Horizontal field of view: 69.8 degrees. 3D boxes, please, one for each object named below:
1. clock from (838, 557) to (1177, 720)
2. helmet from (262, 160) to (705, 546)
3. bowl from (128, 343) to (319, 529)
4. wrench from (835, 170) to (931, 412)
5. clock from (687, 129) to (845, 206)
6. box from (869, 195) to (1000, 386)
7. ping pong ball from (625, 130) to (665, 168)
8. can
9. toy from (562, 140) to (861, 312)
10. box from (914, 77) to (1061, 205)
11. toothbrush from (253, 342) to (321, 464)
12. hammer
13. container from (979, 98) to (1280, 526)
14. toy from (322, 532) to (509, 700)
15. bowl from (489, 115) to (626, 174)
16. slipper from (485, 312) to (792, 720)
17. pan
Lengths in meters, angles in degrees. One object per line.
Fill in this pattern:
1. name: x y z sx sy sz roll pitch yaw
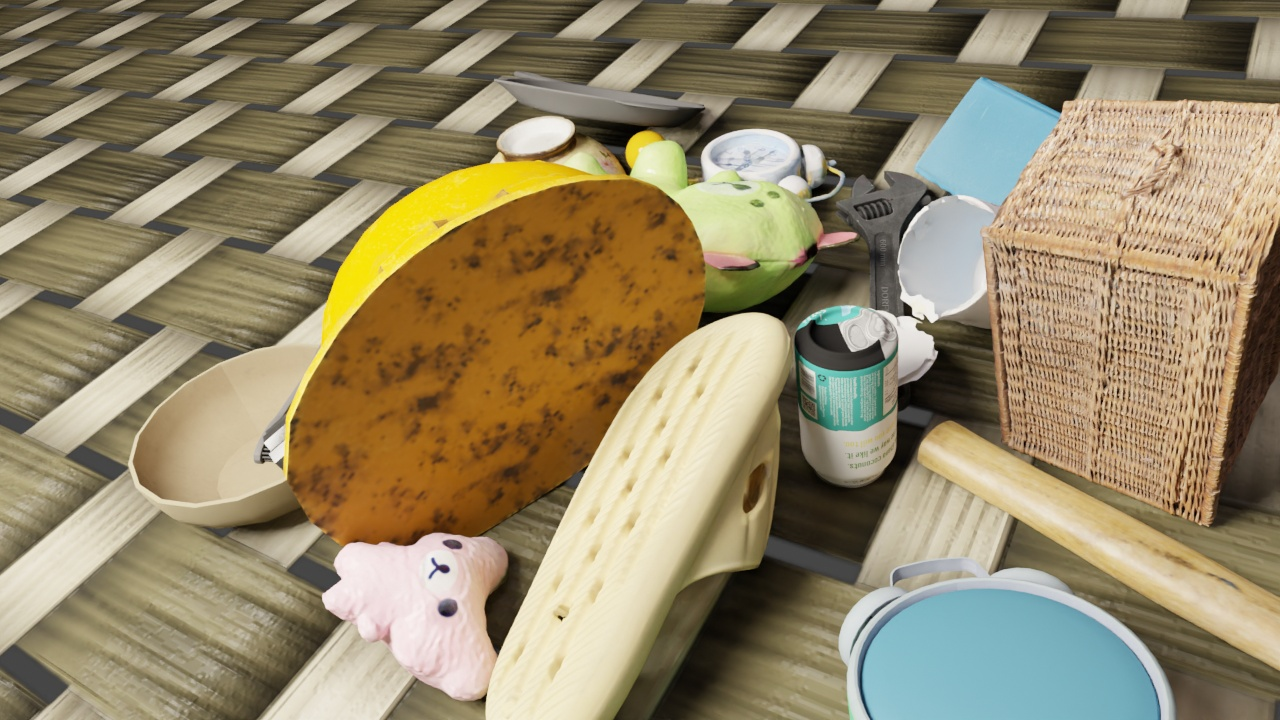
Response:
1. clock: 0.148 0.144 0.394 0.122 0.075 0.161 -10 27 4
2. helmet: -0.098 -0.023 0.532 0.255 0.205 0.131 -41 49 -4
3. bowl: -0.251 0.056 0.612 0.152 0.050 0.152 -7 40 6
4. wrench: 0.179 -0.062 0.667 0.073 0.018 0.272 -1 43 14
5. clock: 0.107 -0.151 0.764 0.125 0.052 0.088 11 44 22
6. box: 0.196 -0.036 0.579 0.146 0.136 0.084 8 29 -37
7. ping pong ball: 0.007 -0.190 0.842 0.040 0.040 0.040 -7 40 6
8. can: 0.116 0.021 0.517 0.055 0.102 0.054 -7 40 6
9. toy: 0.040 -0.093 0.680 0.149 0.107 0.197 -20 46 -36
10. box: 0.325 -0.115 0.679 0.094 0.112 0.231 -57 37 18
11. toothbrush: -0.218 0.007 0.610 0.013 0.013 0.167 2 41 4
12. hammer: 0.275 0.114 0.424 0.132 0.033 0.331 -35 44 -22
13. container: 0.254 -0.026 0.463 0.113 0.198 0.113 20 61 37
14. toy: -0.116 0.125 0.482 0.095 0.053 0.099 22 35 -19
15. bowl: -0.088 -0.177 0.833 0.145 0.063 0.145 -8 39 6
16. slipper: 0.012 0.093 0.483 0.111 0.079 0.260 -3 49 51
17. pan: -0.064 -0.267 0.930 0.216 0.024 0.354 -2 21 -27
